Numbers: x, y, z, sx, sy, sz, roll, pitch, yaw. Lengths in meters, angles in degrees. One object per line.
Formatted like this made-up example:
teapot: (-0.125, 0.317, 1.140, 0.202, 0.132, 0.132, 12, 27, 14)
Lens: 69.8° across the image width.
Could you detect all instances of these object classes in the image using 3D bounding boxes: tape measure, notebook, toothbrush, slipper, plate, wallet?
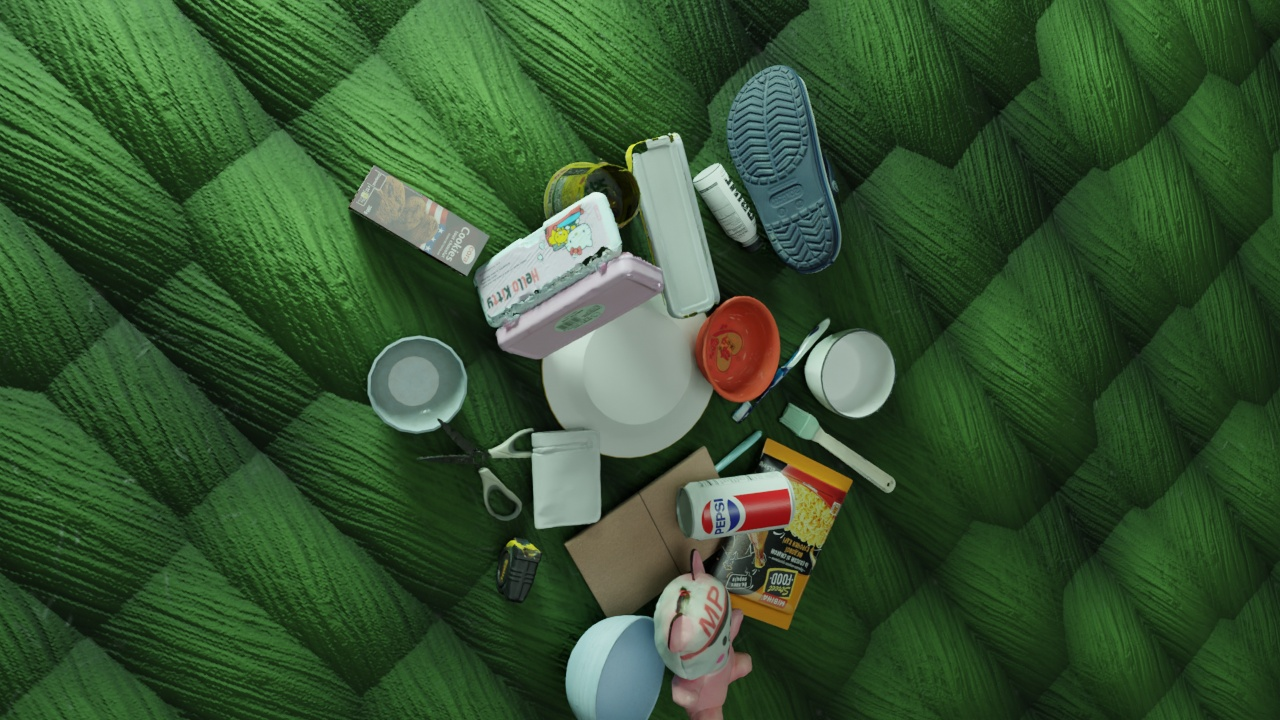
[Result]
tape measure: (-0.142, 0.242, 1.062, 0.038, 0.063, 0.067, 15, 90, -22)
notebook: (0.022, 0.218, 1.139, 0.208, 0.008, 0.141, -33, 117, -15)
toothbrush: (0.184, 0.010, 1.190, 0.017, 0.016, 0.189, 45, 79, -9)
slipper: (0.182, -0.228, 1.126, 0.095, 0.105, 0.252, -9, 84, -61)
toothbrush: (0.089, 0.148, 1.167, 0.180, 0.016, 0.016, -39, 108, -12)
plate: (-0.007, 0.007, 1.111, 0.229, 0.021, 0.230, -2, 97, -21)
wallet: (-0.089, 0.137, 1.080, 0.086, 0.032, 0.116, 1, 95, -23)

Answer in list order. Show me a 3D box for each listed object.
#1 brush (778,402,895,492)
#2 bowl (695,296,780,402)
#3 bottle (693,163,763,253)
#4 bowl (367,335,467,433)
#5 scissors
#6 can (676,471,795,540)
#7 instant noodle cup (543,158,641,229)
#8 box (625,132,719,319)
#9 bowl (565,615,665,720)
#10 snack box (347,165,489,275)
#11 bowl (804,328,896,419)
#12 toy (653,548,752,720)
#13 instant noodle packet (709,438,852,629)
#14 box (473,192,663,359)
brush: (0.271, 0.123, 1.239, 0.217, 0.012, 0.033, 34, 83, -22)
bowl: (0.112, -0.014, 1.134, 0.130, 0.045, 0.130, -3, 95, -38)
bottle: (0.112, -0.183, 1.127, 0.041, 0.041, 0.116, -41, 108, -13)
bowl: (-0.247, 0.025, 1.009, 0.106, 0.039, 0.106, -2, 97, -21)
scissors: (-0.170, 0.117, 1.048, 0.168, 0.013, 0.157, -25, 115, -28)
can: (0.116, 0.177, 1.117, 0.132, 0.070, 0.070, -5, 98, -15)
instant noodle cup: (-0.048, -0.179, 1.028, 0.102, 0.108, 0.102, -2, 95, -19)
box: (0.034, -0.156, 1.079, 0.084, 0.080, 0.210, -19, 102, -19)
bowl: (-0.040, 0.373, 1.097, 0.150, 0.075, 0.150, -14, 107, -56)
snack box: (-0.240, -0.150, 0.997, 0.141, 0.032, 0.051, 31, 84, -21)
bowl: (0.266, 0.015, 1.195, 0.116, 0.066, 0.116, -2, 97, -22)
toy: (0.071, 0.347, 1.118, 0.141, 0.084, 0.213, -53, 138, -40)
instant noodle packet: (0.180, 0.231, 1.201, 0.159, 0.032, 0.220, 27, 86, -28)
box: (-0.082, -0.090, 1.003, 0.100, 0.202, 0.103, 16, 54, -51)
